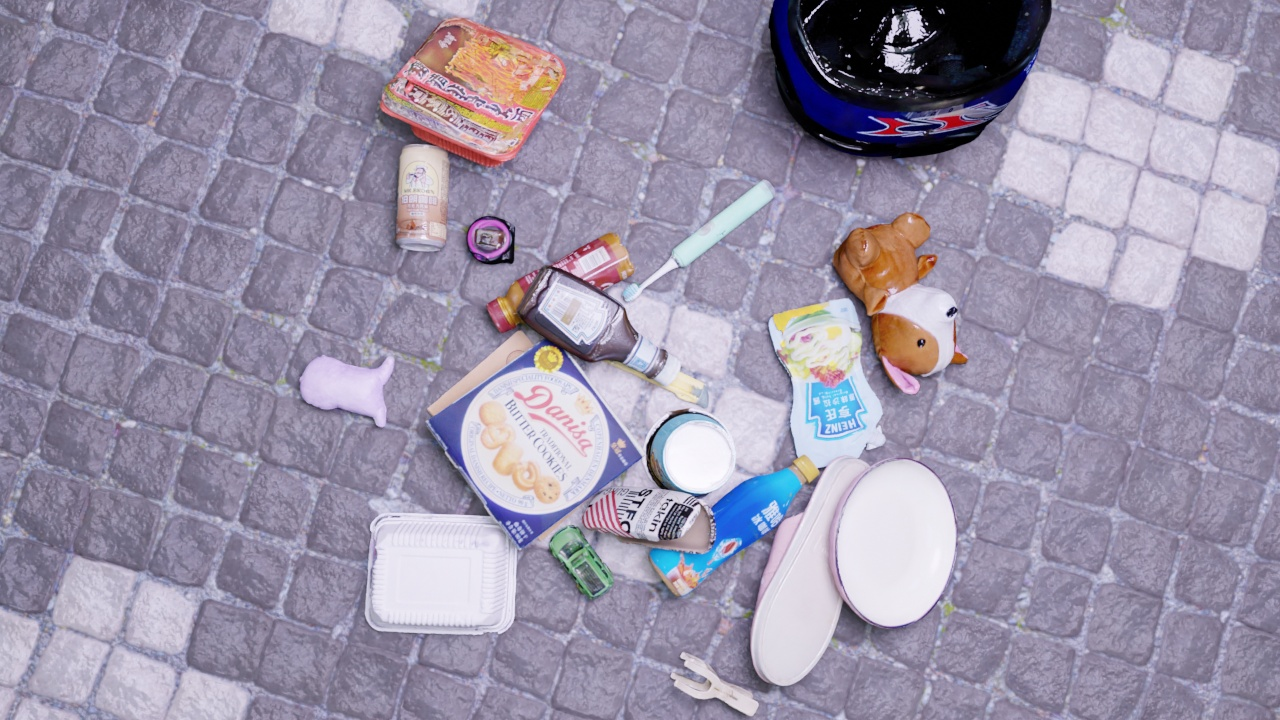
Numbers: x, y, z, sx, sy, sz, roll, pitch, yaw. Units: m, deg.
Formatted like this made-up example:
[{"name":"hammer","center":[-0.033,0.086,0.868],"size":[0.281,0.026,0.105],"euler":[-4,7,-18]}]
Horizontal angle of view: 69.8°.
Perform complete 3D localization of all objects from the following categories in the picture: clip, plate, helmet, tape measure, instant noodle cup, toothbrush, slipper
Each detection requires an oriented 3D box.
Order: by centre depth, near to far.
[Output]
[{"name":"helmet","center":[0.268,-0.339,1.009],"size":[0.315,0.241,0.247],"euler":[-17,87,-14]},{"name":"instant noodle cup","center":[0.059,0.106,1.035],"size":[0.111,0.120,0.111],"euler":[0,85,-2]},{"name":"clip","center":[0.085,0.375,1.044],"size":[0.104,0.081,0.034],"euler":[28,85,12]},{"name":"plate","center":[0.283,0.205,1.047],"size":[0.192,0.039,0.192],"euler":[1,89,-30]},{"name":"instant noodle cup","center":[-0.231,0.247,1.049],"size":[0.173,0.060,0.138],"euler":[2,86,0]},{"name":"slipper","center":[0.194,0.235,1.050],"size":[0.114,0.054,0.274],"euler":[31,76,-26]},{"name":"instant noodle cup","center":[-0.190,-0.303,1.061],"size":[0.164,0.079,0.188],"euler":[24,58,1]},{"name":"tape measure","center":[-0.177,-0.143,1.088],"size":[0.058,0.039,0.057],"euler":[4,86,-1]},{"name":"toothbrush","center":[0.069,-0.141,1.101],"size":[0.224,0.027,0.026],"euler":[-38,48,-3]}]

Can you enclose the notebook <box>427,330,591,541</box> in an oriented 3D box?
[{"name":"notebook","center":[-0.131,0.088,1.089],"size":[0.147,0.008,0.207],"euler":[-41,88,-4]}]

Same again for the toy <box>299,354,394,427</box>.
[{"name":"toy","center":[-0.345,0.028,1.072],"size":[0.108,0.039,0.084],"euler":[10,86,2]}]

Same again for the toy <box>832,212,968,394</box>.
[{"name":"toy","center":[0.309,-0.068,1.061],"size":[0.140,0.131,0.199],"euler":[-21,94,-25]}]

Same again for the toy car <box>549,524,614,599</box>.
[{"name":"toy car","center":[-0.069,0.234,1.067],"size":[0.043,0.036,0.091],"euler":[-38,84,-3]}]

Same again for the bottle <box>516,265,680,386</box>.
[{"name":"bottle","center":[-0.042,-0.032,1.046],"size":[0.195,0.044,0.080],"euler":[31,92,-16]}]

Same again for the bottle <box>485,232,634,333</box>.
[{"name":"bottle","center":[-0.095,-0.088,1.077],"size":[0.175,0.057,0.057],"euler":[-27,87,-3]}]

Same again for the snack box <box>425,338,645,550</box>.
[{"name":"snack box","center":[-0.120,0.091,1.054],"size":[0.182,0.046,0.178],"euler":[-37,86,-9]}]

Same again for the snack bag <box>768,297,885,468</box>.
[{"name":"snack bag","center":[0.222,0.027,1.088],"size":[0.110,0.039,0.191],"euler":[-13,88,-8]}]

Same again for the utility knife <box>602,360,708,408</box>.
[{"name":"utility knife","center":[-0.007,0.006,1.097],"size":[0.198,0.021,0.031],"euler":[23,80,5]}]

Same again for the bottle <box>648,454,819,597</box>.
[{"name":"bottle","center":[0.112,0.184,1.058],"size":[0.218,0.065,0.065],"euler":[-37,87,-3]}]

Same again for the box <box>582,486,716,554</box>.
[{"name":"box","center":[0.016,0.181,1.022],"size":[0.087,0.163,0.076],"euler":[49,55,-29]}]

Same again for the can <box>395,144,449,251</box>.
[{"name":"can","center":[-0.256,-0.190,1.081],"size":[0.058,0.058,0.116],"euler":[2,85,-1]}]
